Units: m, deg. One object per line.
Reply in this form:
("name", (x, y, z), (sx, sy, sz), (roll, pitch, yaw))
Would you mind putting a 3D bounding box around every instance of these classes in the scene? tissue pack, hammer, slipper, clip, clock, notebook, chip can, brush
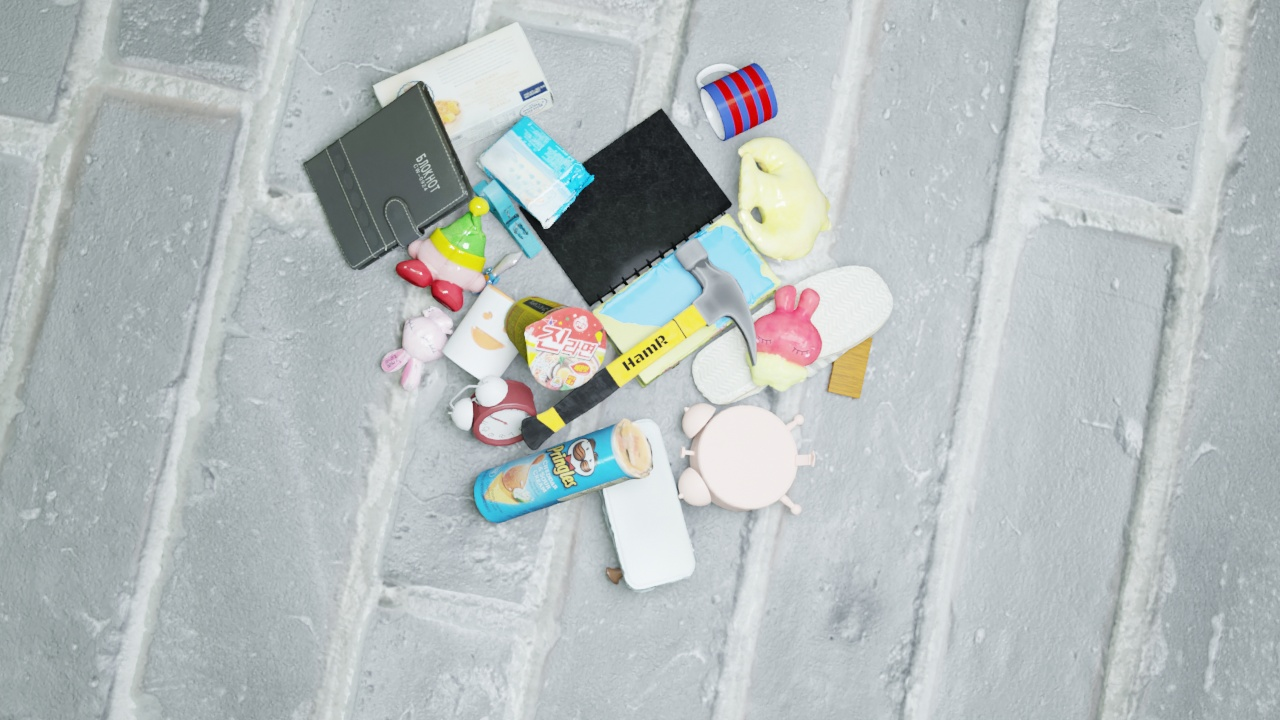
("tissue pack", (-0.135, -0.240, 1.178), (0.093, 0.062, 0.144), (-44, 69, -5))
("hammer", (-0.007, 0.007, 1.118), (0.324, 0.034, 0.170), (-36, 88, -2))
("slipper", (0.194, -0.030, 1.186), (0.273, 0.054, 0.114), (-27, 83, 6))
("clip", (-0.176, -0.194, 1.174), (0.033, 0.119, 0.120), (-39, 76, -11))
("clock", (-0.180, 0.064, 1.148), (0.087, 0.124, 0.044), (-40, 46, 23))
("notebook", (-0.017, -0.199, 1.211), (0.231, 0.019, 0.169), (-36, 87, -3))
("notebook", (-0.320, -0.226, 1.160), (0.209, 0.029, 0.169), (-27, 85, 26))
("chip can", (-0.096, 0.138, 1.121), (0.230, 0.079, 0.080), (-21, 87, 29))
("clock", (0.130, 0.122, 1.154), (0.160, 0.086, 0.131), (5, 76, -3))
("brush", (0.279, -0.015, 1.206), (0.048, 0.017, 0.126), (13, 87, 0))

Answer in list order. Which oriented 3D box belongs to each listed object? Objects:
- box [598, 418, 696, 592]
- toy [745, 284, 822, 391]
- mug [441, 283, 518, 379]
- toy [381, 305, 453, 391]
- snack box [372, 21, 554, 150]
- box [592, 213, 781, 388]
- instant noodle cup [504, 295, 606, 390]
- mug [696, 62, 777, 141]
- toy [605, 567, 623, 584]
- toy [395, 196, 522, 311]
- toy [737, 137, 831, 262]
("box", (0.000, 0.180, 1.147), (0.118, 0.063, 0.213), (-13, 69, -3))
("toy", (0.181, -0.028, 1.140), (0.092, 0.045, 0.135), (21, 93, 12))
("mug", (-0.189, -0.032, 1.165), (0.082, 0.082, 0.105), (35, 87, 1))
("toy", (-0.286, -0.018, 1.181), (0.063, 0.047, 0.110), (34, 90, 9))
("snack box", (-0.228, -0.344, 1.195), (0.208, 0.057, 0.104), (-25, 87, -3))
("box", (0.059, -0.076, 1.178), (0.221, 0.079, 0.124), (-38, 88, -5))
("instant noodle cup", (-0.109, -0.029, 1.094), (0.100, 0.112, 0.100), (-11, 113, -27))
("mug", (0.120, -0.350, 1.201), (0.076, 0.075, 0.112), (-26, 61, -3))
("toy", (0.002, 0.241, 1.172), (0.102, 0.041, 0.054), (-25, 55, 5))
("toy", (-0.228, -0.135, 1.167), (0.124, 0.097, 0.131), (35, 75, -3))
("toy", (0.183, -0.202, 1.172), (0.154, 0.065, 0.170), (14, 68, -31))
